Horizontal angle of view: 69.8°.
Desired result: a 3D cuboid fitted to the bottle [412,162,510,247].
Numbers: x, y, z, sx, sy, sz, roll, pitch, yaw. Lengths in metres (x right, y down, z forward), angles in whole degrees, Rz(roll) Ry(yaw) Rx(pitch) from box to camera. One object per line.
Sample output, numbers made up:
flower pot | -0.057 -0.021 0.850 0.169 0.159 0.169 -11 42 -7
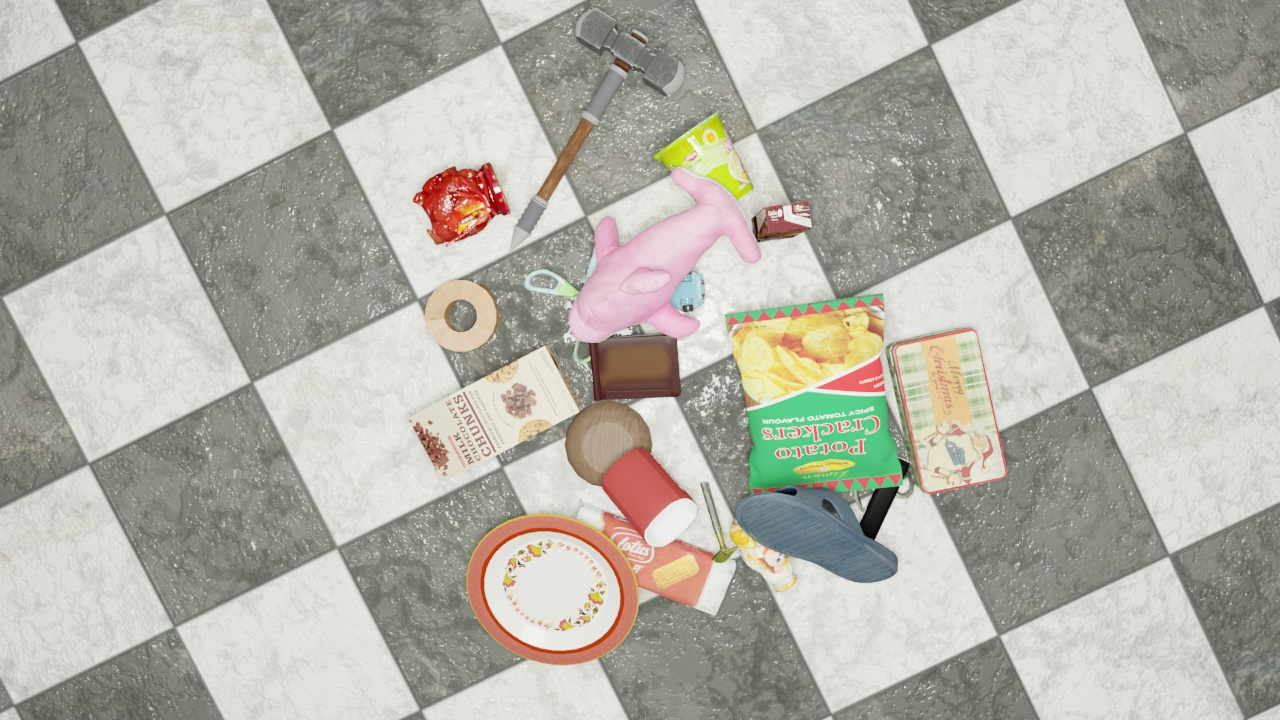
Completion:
bottle | -0.227 -0.197 1.163 0.111 0.099 0.099 -22 93 -5

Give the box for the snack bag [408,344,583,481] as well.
snack bag | -0.190 0.069 1.193 0.206 0.070 0.094 -28 92 2

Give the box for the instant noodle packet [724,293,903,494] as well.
instant noodle packet | 0.223 0.051 1.171 0.196 0.090 0.253 -7 102 10

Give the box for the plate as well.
plate | -0.114 0.300 1.207 0.230 0.021 0.230 3 110 7

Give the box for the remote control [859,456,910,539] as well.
remote control | 0.318 0.185 1.208 0.028 0.011 0.124 23 99 4

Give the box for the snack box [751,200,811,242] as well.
snack box | 0.173 -0.170 1.139 0.051 0.141 0.032 -8 93 1

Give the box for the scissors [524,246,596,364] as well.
scissors | -0.072 -0.080 1.202 0.172 0.021 0.171 13 98 12

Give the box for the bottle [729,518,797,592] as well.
bottle | 0.164 0.249 1.202 0.063 0.063 0.108 -32 93 2

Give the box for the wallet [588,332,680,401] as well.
wallet | -0.007 0.007 1.203 0.115 0.018 0.091 -4 110 2

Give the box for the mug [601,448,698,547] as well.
mug | 0.017 0.182 1.182 0.080 0.116 0.096 -43 54 -2

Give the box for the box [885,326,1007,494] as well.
box | 0.398 0.065 1.197 0.117 0.050 0.205 -12 92 0

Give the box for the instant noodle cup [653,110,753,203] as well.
instant noodle cup | 0.087 -0.244 1.165 0.099 0.099 0.108 -35 100 2

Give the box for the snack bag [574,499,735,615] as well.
snack bag | 0.010 0.262 1.217 0.225 0.041 0.077 21 95 -2

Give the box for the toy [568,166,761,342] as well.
toy | 0.014 -0.110 1.115 0.266 0.127 0.186 -40 90 9

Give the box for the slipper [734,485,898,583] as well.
slipper | 0.231 0.205 1.168 0.263 0.082 0.101 30 136 -29

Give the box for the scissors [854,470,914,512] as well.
scissors | 0.299 0.127 1.219 0.133 0.012 0.169 -10 92 7

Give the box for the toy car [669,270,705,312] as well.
toy car | 0.033 -0.092 1.198 0.108 0.027 0.060 -1 99 13

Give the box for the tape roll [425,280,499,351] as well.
tape roll | -0.234 -0.059 1.207 0.094 0.027 0.094 0 93 1

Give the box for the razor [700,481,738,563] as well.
razor | 0.098 0.209 1.203 0.026 0.043 0.105 -7 63 -16

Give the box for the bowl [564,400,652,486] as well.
bowl | -0.043 0.113 1.213 0.118 0.030 0.118 0 93 1

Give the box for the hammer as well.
hammer | -0.085 -0.281 1.190 0.156 0.043 0.322 32 95 -1
